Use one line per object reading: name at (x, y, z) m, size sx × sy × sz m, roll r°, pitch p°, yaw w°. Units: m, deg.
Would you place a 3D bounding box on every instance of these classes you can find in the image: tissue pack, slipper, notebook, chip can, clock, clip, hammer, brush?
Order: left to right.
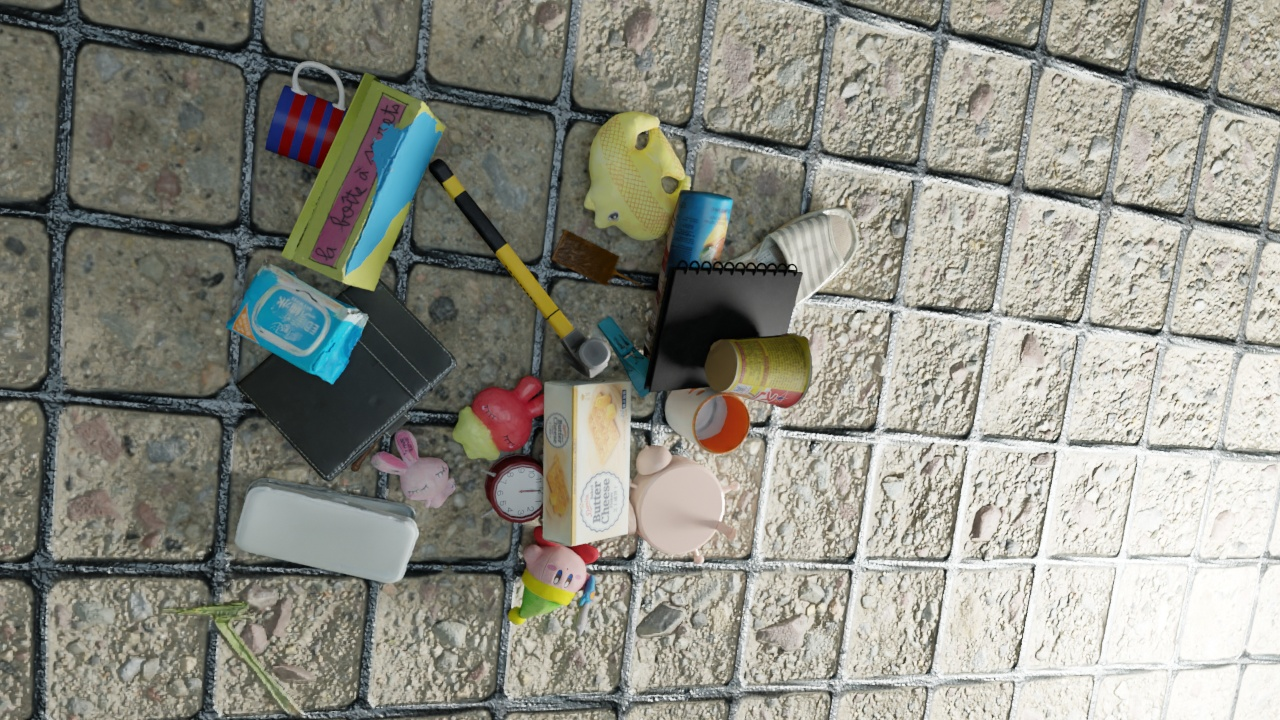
tissue pack at (-0.391, -0.045, 1.049) m, size 0.144 × 0.062 × 0.093 m, roll 28°, pitch 84°, yaw -1°
notebook at (-0.344, 0.018, 1.090) m, size 0.209 × 0.029 × 0.169 m, roll -43°, pitch 90°, yaw -5°
hammer at (-0.151, -0.111, 1.120) m, size 0.034 × 0.170 × 0.324 m, roll -39°, pitch 95°, yaw -10°
clock at (-0.148, 0.166, 1.201) m, size 0.124 × 0.044 × 0.087 m, roll -1°, pitch 99°, yaw -19°
brush at (-0.051, -0.125, 1.201) m, size 0.126 × 0.017 × 0.048 m, roll 25°, pitch 90°, yaw -22°
clip at (-0.007, 0.008, 1.223) m, size 0.033 × 0.120 × 0.119 m, roll -37°, pitch 142°, yaw -10°
clock at (0.050, 0.200, 1.262) m, size 0.160 × 0.086 × 0.131 m, roll 27°, pitch 89°, yaw -16°
chip can at (0.061, -0.105, 1.195) m, size 0.079 × 0.080 × 0.230 m, roll 5°, pitch 107°, yaw -21°
notebook at (0.113, -0.046, 1.195) m, size 0.231 × 0.019 × 0.169 m, roll -3°, pitch 113°, yaw -39°
slipper at (0.190, -0.125, 1.272) m, size 0.272 × 0.054 × 0.114 m, roll -30°, pitch 114°, yaw -11°

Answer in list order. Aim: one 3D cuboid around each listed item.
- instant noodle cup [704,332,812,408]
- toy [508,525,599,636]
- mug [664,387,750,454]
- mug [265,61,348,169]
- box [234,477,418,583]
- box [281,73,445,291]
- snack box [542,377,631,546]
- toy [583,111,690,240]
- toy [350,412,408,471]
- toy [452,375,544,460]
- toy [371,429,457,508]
instant noodle cup at (0.147, 0.011, 1.183) m, size 0.112 × 0.100 × 0.100 m, roll 2°, pitch 98°, yaw -32°
toy at (-0.118, 0.298, 1.227) m, size 0.124 × 0.097 × 0.131 m, roll 30°, pitch 70°, yaw -28°
mug at (0.088, 0.074, 1.238) m, size 0.082 × 0.105 × 0.082 m, roll -4°, pitch 100°, yaw -20°
mug at (-0.364, -0.274, 1.025) m, size 0.076 × 0.075 × 0.112 m, roll 18°, pitch 113°, yaw -22°
box at (-0.382, 0.208, 1.122) m, size 0.213 × 0.063 × 0.118 m, roll 18°, pitch 95°, yaw -22°
box at (-0.307, -0.196, 1.035) m, size 0.079 × 0.124 × 0.221 m, roll 22°, pitch 92°, yaw 0°
snack box at (-0.069, 0.128, 1.189) m, size 0.104 × 0.058 × 0.208 m, roll -3°, pitch 95°, yaw -45°
toy at (-0.006, -0.228, 1.178) m, size 0.154 × 0.065 × 0.170 m, roll -43°, pitch 118°, yaw -21°
toy at (-0.336, 0.087, 1.122) m, size 0.055 × 0.041 × 0.102 m, roll 37°, pitch 91°, yaw -34°
toy at (-0.174, 0.074, 1.175) m, size 0.135 × 0.045 × 0.092 m, roll -31°, pitch 111°, yaw -10°
toy at (-0.280, 0.140, 1.149) m, size 0.110 × 0.047 × 0.063 m, roll 45°, pitch 74°, yaw -17°
